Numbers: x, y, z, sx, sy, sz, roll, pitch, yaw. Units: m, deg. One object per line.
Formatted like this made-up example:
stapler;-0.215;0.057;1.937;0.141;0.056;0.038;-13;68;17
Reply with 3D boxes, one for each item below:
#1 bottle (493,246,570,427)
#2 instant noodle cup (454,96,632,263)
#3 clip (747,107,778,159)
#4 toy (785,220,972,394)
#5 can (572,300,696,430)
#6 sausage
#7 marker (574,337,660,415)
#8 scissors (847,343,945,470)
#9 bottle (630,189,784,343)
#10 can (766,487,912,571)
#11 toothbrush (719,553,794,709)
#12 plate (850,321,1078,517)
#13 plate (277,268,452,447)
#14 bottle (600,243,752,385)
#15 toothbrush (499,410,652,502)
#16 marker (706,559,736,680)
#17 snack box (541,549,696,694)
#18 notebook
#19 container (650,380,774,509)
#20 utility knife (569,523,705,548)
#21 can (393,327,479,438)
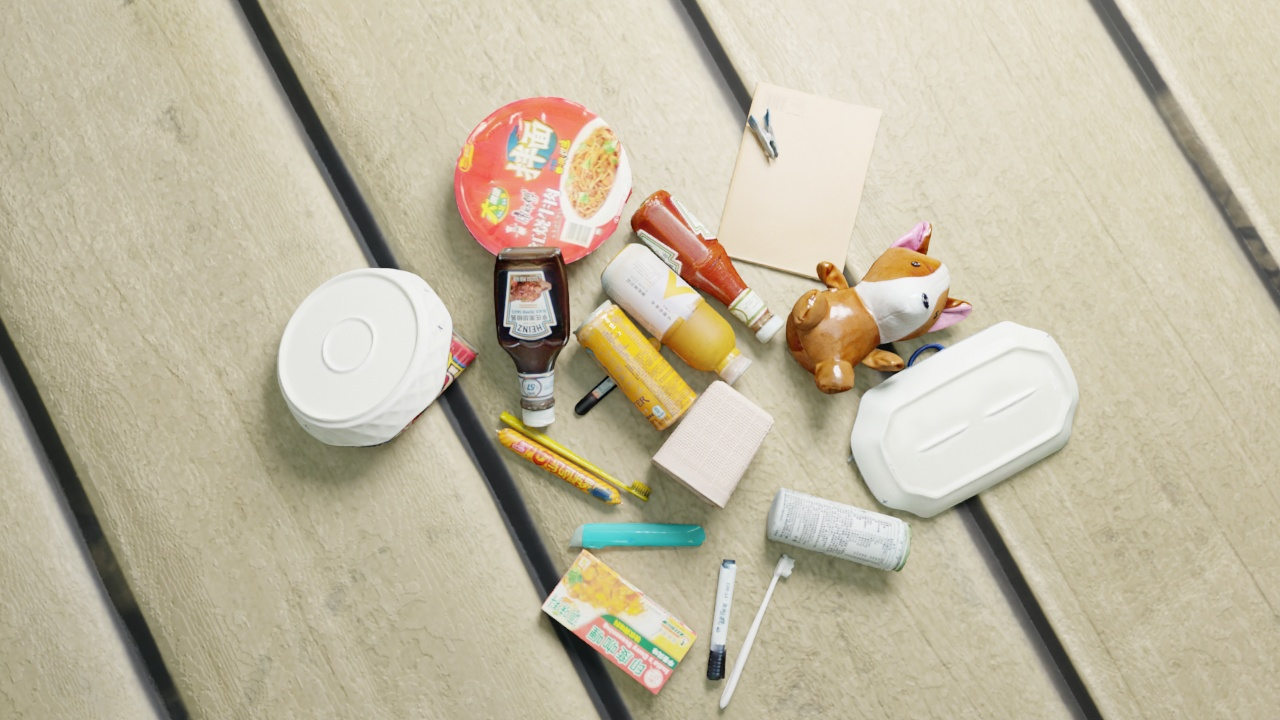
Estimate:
bottle;-0.115;-0.024;0.991;0.080;0.044;0.195;0;108;3
instant noodle cup;-0.107;-0.192;1.029;0.194;0.066;0.193;0;84;1
clip;0.143;-0.255;1.045;0.045;0.027;0.058;-22;87;-7
toy;0.256;-0.056;0.989;0.199;0.130;0.140;-26;101;-12
can;-0.006;0.006;0.996;0.058;0.058;0.146;-42;92;-4
sausage;-0.090;0.118;1.020;0.165;0.021;0.021;29;85;3
marker;-0.026;0.018;1.034;0.124;0.015;0.018;-41;87;-1
scissors;0.305;0.063;1.028;0.125;0.012;0.173;16;87;2
bottle;0.077;-0.102;1.023;0.059;0.060;0.206;-44;86;-4
can;0.213;0.183;0.993;0.147;0.058;0.058;15;85;2
toothbrush;0.127;0.297;1.004;0.016;0.016;0.180;25;84;-3
plate;0.362;0.065;1.005;0.265;0.034;0.162;-26;92;-3
plate;-0.304;-0.010;0.989;0.205;0.045;0.204;-6;68;15
bottle;0.041;-0.048;1.012;0.189;0.068;0.068;42;86;4
toothbrush;-0.072;0.105;1.024;0.190;0.016;0.016;29;81;3
marker;0.090;0.284;1.005;0.022;0.018;0.130;10;85;-7
snack box;-0.023;0.284;1.001;0.156;0.027;0.077;36;87;4
notebook;0.181;-0.206;1.055;0.149;0.012;0.211;14;85;3
container;0.079;0.089;0.990;0.090;0.090;0.111;35;82;4
utility knife;-0.003;0.195;1.017;0.151;0.013;0.029;1;87;-2
can;-0.243;0.022;1.015;0.053;0.053;0.132;43;86;4
